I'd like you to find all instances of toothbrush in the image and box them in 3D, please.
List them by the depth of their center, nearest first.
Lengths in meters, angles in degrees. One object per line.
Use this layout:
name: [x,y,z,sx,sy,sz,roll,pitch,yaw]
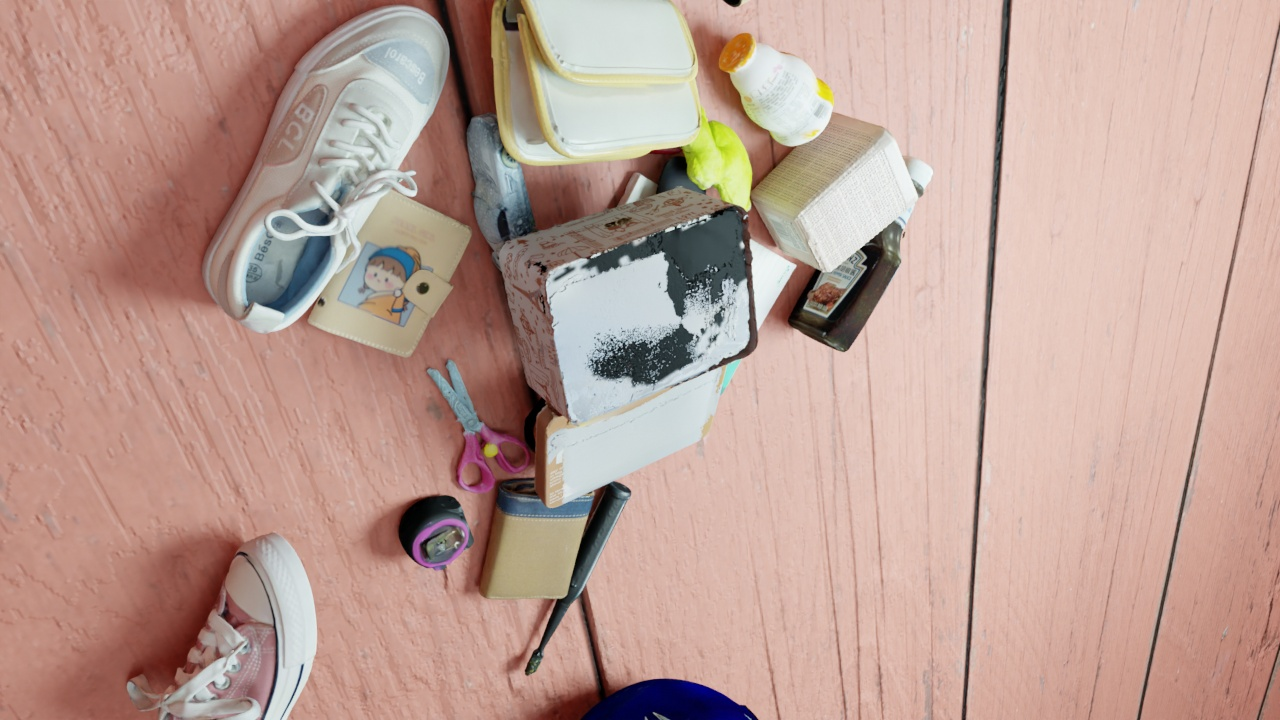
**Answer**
toothbrush: [-0.065,0.215,0.890,0.026,0.027,0.213,27,98,6]

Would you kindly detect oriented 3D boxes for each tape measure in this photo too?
tape measure: [-0.173,0.147,0.778,0.057,0.039,0.057,-24,123,-22]

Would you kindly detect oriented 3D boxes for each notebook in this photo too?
notebook: [0.038,-0.060,0.836,0.209,0.012,0.150,22,100,-38]

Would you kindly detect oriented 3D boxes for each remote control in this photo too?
remote control: [0.030,-0.103,0.777,0.053,0.024,0.136,2,101,-38]

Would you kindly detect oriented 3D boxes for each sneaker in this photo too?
sneaker: [-0.200,-0.125,0.598,0.089,0.091,0.242,32,92,-40]
sneaker: [-0.317,0.243,0.694,0.087,0.118,0.241,-5,122,-54]

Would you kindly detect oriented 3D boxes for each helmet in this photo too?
helmet: [0.034,0.480,0.939,0.246,0.241,0.316,-22,111,-24]

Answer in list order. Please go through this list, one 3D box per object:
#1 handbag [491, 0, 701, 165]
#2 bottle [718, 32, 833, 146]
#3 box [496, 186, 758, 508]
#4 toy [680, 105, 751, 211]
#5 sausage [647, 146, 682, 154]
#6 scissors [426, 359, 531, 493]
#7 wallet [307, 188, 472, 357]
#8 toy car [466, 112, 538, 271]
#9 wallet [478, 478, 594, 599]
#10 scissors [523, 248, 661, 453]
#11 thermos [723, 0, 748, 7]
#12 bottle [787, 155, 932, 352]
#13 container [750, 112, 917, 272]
handbag: [-0.028,-0.234,0.655,0.163,0.063,0.179,-18,107,-44]
bottle: [0.113,-0.229,0.770,0.108,0.063,0.063,28,95,-39]
box: [-0.005,0.005,0.739,0.178,0.110,0.260,-21,122,-24]
toy: [0.066,-0.169,0.770,0.099,0.031,0.097,-26,102,-56]
sausage: [-0.025,-0.177,0.733,0.155,0.020,0.020,-5,115,-32]
scissors: [-0.149,0.058,0.771,0.073,0.017,0.137,-34,123,-4]
wallet: [-0.183,-0.063,0.684,0.087,0.024,0.115,25,96,-33]
toy car: [-0.105,-0.123,0.684,0.036,0.054,0.121,-23,123,-25]
wallet: [-0.096,0.165,0.841,0.090,0.033,0.115,5,110,-25]
scissors: [-0.016,0.004,0.815,0.220,0.022,0.235,-38,128,-16]
thermos: [0.117,-0.339,0.710,0.143,0.093,0.093,-36,127,-4]
bottle: [0.219,-0.105,0.888,0.044,0.080,0.195,28,93,-33]
container: [0.172,-0.149,0.833,0.111,0.090,0.090,-42,128,-6]
